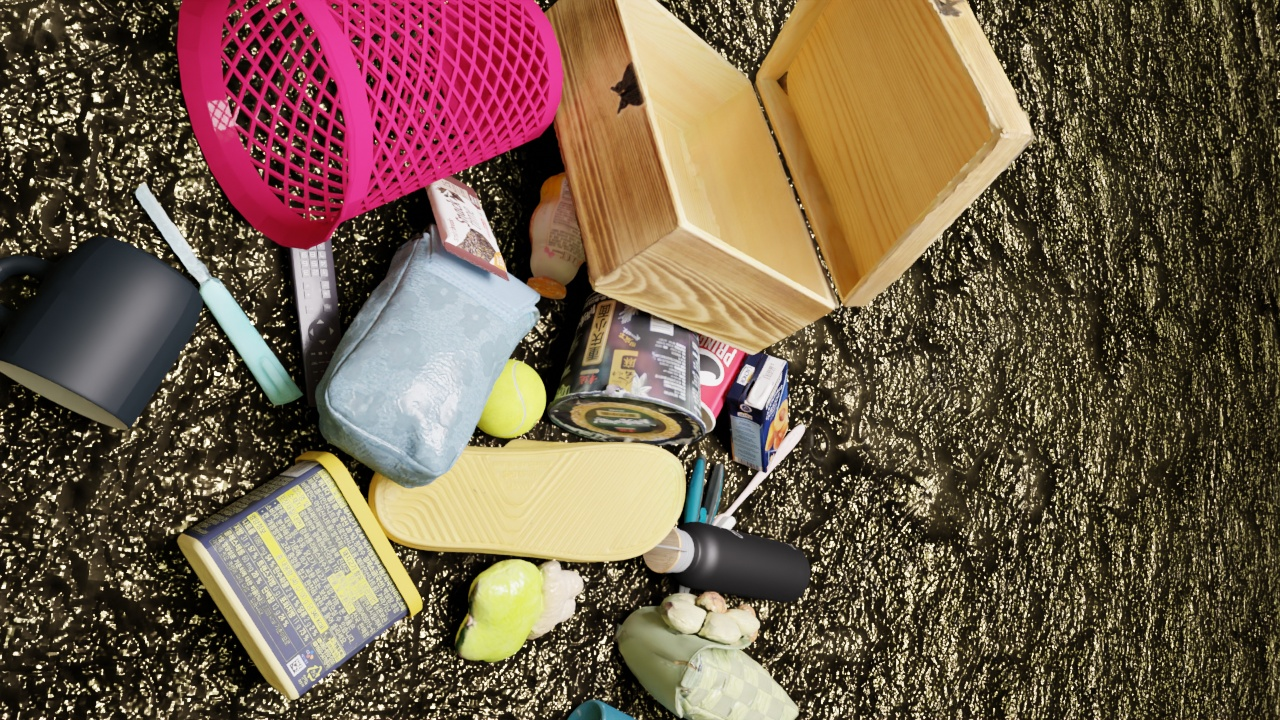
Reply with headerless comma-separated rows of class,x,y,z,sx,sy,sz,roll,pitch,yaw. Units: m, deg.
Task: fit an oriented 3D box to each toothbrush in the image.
toothbrush,0.131,0.124,0.982,0.180,0.018,0.016,-43,113,-35

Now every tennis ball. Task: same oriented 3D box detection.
tennis ball,-0.111,0.031,0.758,0.065,0.065,0.065,5,82,-39

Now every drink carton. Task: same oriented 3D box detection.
drink carton,0.119,0.052,0.921,0.064,0.040,0.130,-59,156,-28

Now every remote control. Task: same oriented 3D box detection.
remote control,-0.243,-0.034,0.688,0.032,0.015,0.136,-7,93,-40

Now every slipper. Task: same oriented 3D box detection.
slipper,-0.092,0.115,0.763,0.263,0.078,0.099,5,82,-22

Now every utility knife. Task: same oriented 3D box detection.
utility knife,-0.296,-0.043,0.644,0.022,0.016,0.179,-42,114,-35

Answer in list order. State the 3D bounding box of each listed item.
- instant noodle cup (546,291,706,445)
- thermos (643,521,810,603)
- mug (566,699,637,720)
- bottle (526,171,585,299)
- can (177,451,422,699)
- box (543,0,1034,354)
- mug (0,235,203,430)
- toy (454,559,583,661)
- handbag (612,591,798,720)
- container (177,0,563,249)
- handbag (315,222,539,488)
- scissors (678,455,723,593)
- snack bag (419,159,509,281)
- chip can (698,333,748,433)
instant noodle cup,-0.005,0.005,0.808,0.137,0.138,0.112,25,63,-35
thermos,0.078,0.191,0.878,0.231,0.061,0.061,23,71,-46
mug,-0.010,0.353,0.807,0.121,0.078,0.078,41,61,-24
bottle,-0.069,-0.109,0.811,0.063,0.063,0.108,28,70,-35
can,-0.236,0.148,0.639,0.104,0.075,0.135,-35,108,-34
box,0.132,-0.204,0.762,0.281,0.316,0.278,21,46,-50
mug,-0.347,-0.026,0.567,0.121,0.085,0.094,25,66,-4
toy,-0.098,0.203,0.758,0.115,0.046,0.092,0,112,-44
handbag,0.071,0.278,0.852,0.186,0.113,0.116,39,77,-32
container,-0.177,-0.200,0.669,0.225,0.184,0.183,-31,105,-45
handbag,-0.161,0.000,0.688,0.121,0.119,0.191,32,59,-19
scissors,0.052,0.164,0.910,0.127,0.019,0.140,-33,113,-41
snack bag,-0.140,-0.113,0.714,0.057,0.157,0.013,25,113,-34
chip can,0.089,-0.034,0.929,0.069,0.069,0.220,47,59,-26
